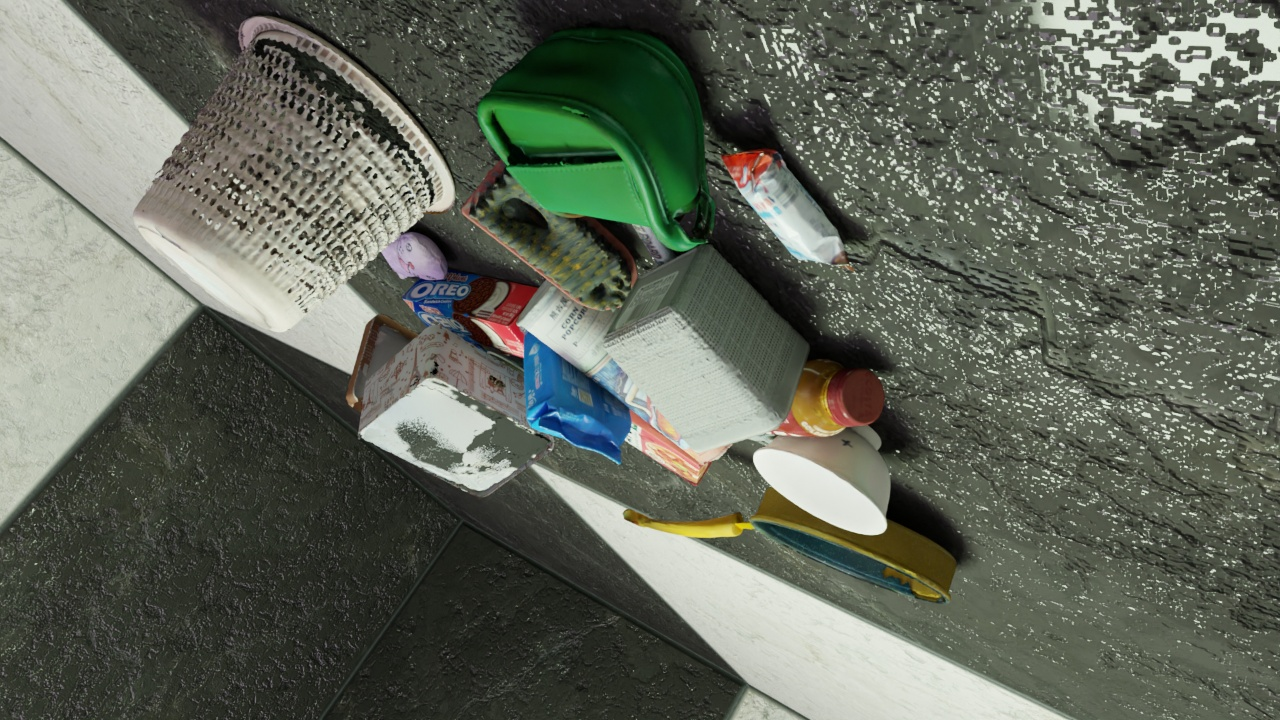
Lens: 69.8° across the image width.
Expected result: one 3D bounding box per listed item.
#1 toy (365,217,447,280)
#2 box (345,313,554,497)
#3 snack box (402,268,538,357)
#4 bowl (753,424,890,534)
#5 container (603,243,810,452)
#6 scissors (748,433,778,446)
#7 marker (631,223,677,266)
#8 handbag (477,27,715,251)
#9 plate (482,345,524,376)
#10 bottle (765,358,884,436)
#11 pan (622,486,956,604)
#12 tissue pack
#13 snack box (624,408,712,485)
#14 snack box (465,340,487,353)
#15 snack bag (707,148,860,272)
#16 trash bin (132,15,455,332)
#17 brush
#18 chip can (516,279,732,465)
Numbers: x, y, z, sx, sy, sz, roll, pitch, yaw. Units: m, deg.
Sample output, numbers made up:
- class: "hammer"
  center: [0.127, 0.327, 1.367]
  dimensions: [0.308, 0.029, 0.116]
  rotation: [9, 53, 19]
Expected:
- class: "toy"
  center: [-0.245, -0.115, 0.979]
  dimensions: [0.108, 0.038, 0.084]
  rotation: [17, 146, 44]
- class: "box"
  center: [-0.206, 0.025, 1.027]
  dimensions: [0.157, 0.192, 0.183]
  rotation: [-34, 131, 27]
- class: "snack box"
  center: [-0.171, -0.053, 0.978]
  dimensions: [0.208, 0.057, 0.058]
  rotation: [15, 151, 45]
- class: "bowl"
  center: [0.158, 0.082, 0.745]
  dimensions: [0.118, 0.064, 0.118]
  rotation: [30, 160, 12]
- class: "container"
  center: [0.045, -0.010, 0.652]
  dimensions: [0.090, 0.090, 0.114]
  rotation: [-23, 120, 42]
- class: "scissors"
  center: [0.109, 0.075, 0.890]
  dimensions: [0.170, 0.014, 0.160]
  rotation: [39, 161, -10]
- class: "marker"
  center: [0.005, -0.094, 0.650]
  dimensions: [0.017, 0.016, 0.146]
  rotation: [18, 155, 41]
- class: "handbag"
  center: [-0.022, -0.124, 0.529]
  dimensions: [0.131, 0.067, 0.120]
  rotation: [20, 153, 39]
- class: "plate"
  center: [-0.131, 0.014, 1.090]
  dimensions: [0.179, 0.024, 0.179]
  rotation: [31, 168, 7]
- class: "bottle"
  center: [0.112, 0.029, 0.704]
  dimensions: [0.057, 0.057, 0.175]
  rotation: [41, 160, -20]
- class: "pan"
  center: [0.134, 0.178, 0.926]
  dimensions: [0.358, 0.078, 0.197]
  rotation: [14, 163, 37]
- class: "tissue pack"
  center: [-0.062, 0.025, 0.851]
  dimensions: [0.095, 0.157, 0.052]
  rotation: [25, 125, -30]
- class: "snack box"
  center: [0.025, 0.073, 0.965]
  dimensions: [0.113, 0.044, 0.127]
  rotation: [33, 164, 12]
- class: "snack box"
  center: [-0.205, 0.002, 1.190]
  dimensions: [0.157, 0.026, 0.084]
  rotation: [39, 173, -11]
- class: "snack bag"
  center: [0.083, -0.086, 0.523]
  dimensions: [0.104, 0.026, 0.048]
  rotation: [46, 173, -26]
- class: "trash bin"
  center: [-0.306, -0.141, 0.785]
  dimensions: [0.227, 0.191, 0.228]
  rotation: [31, 161, 12]
- class: "brush"
  center: [-0.061, -0.093, 0.705]
  dimensions: [0.146, 0.063, 0.069]
  rotation: [39, -169, -18]
- class: "chip can"
  center: [-0.005, 0.005, 0.821]
  dimensions: [0.214, 0.071, 0.071]
  rotation: [38, 161, -13]
